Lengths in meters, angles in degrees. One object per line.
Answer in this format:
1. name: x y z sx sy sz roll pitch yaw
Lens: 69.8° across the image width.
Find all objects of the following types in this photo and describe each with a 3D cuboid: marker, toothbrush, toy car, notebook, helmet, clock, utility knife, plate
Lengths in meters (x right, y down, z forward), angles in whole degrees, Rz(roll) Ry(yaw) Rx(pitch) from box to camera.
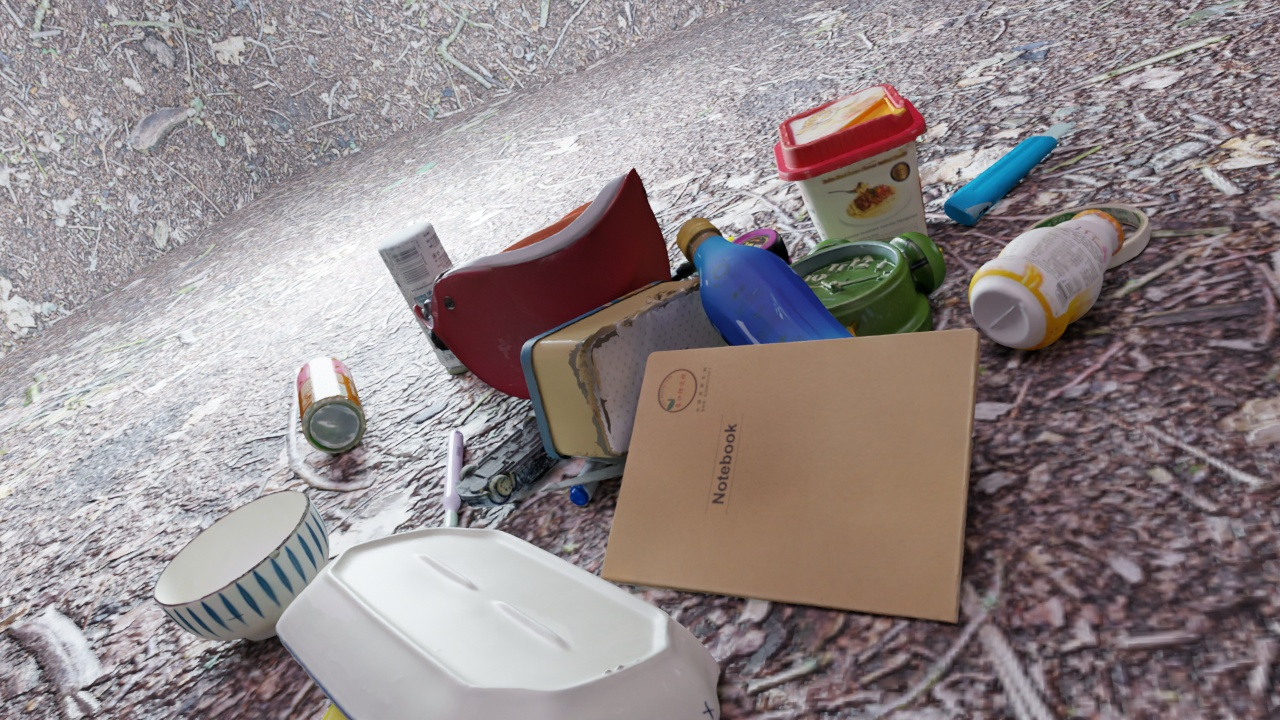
1. marker: 0.042 -0.085 0.898 0.124 0.015 0.018 -31 25 -7
2. toothbrush: -0.142 0.096 0.696 0.021 0.029 0.189 -60 19 14
3. toy car: -0.088 0.075 0.675 0.105 0.031 0.049 -38 27 -31
4. notebook: 0.075 0.057 0.500 0.208 0.008 0.147 -4 65 37
5. helmet: -0.069 -0.046 0.775 0.206 0.144 0.240 -34 10 -16
6. clock: 0.155 -0.047 0.668 0.116 0.056 0.160 3 37 44
7. utility knife: 0.326 -0.169 0.799 0.187 0.018 0.034 -37 39 -26
8. plate: -0.078 0.132 0.463 0.161 0.034 0.266 -6 11 -37
9. marker: -0.022 0.055 0.673 0.017 0.017 0.145 -12 27 25

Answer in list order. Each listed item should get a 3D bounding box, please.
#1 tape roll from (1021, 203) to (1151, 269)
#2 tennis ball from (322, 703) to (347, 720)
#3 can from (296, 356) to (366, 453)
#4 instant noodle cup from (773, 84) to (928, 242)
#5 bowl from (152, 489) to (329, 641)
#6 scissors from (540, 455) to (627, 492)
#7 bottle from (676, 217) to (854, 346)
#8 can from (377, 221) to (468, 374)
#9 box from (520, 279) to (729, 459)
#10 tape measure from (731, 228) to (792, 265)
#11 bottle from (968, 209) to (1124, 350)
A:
1. tape roll: 0.312 -0.086 0.651 0.086 0.014 0.085 -20 25 10
2. tennis ball: -0.124 0.187 0.445 0.065 0.065 0.065 -20 25 10
3. can: -0.309 0.041 0.912 0.058 0.058 0.147 -30 25 -12
4. instant noodle cup: 0.181 -0.145 0.756 0.117 0.124 0.116 -18 26 14
5. bowl: -0.269 0.152 0.644 0.116 0.066 0.116 -21 24 10
6. scissors: 0.023 0.063 0.605 0.160 0.012 0.163 -32 31 -26
7. bottle: 0.085 -0.025 0.586 0.065 0.065 0.218 -28 49 -8
8. can: -0.201 -0.061 0.909 0.058 0.147 0.058 -20 25 10
9. box: -0.004 0.004 0.634 0.061 0.090 0.183 -2 16 40
10. tape measure: 0.104 -0.088 0.817 0.057 0.039 0.057 -8 34 31
11. bottle: 0.259 -0.055 0.578 0.108 0.063 0.063 -36 27 -23
